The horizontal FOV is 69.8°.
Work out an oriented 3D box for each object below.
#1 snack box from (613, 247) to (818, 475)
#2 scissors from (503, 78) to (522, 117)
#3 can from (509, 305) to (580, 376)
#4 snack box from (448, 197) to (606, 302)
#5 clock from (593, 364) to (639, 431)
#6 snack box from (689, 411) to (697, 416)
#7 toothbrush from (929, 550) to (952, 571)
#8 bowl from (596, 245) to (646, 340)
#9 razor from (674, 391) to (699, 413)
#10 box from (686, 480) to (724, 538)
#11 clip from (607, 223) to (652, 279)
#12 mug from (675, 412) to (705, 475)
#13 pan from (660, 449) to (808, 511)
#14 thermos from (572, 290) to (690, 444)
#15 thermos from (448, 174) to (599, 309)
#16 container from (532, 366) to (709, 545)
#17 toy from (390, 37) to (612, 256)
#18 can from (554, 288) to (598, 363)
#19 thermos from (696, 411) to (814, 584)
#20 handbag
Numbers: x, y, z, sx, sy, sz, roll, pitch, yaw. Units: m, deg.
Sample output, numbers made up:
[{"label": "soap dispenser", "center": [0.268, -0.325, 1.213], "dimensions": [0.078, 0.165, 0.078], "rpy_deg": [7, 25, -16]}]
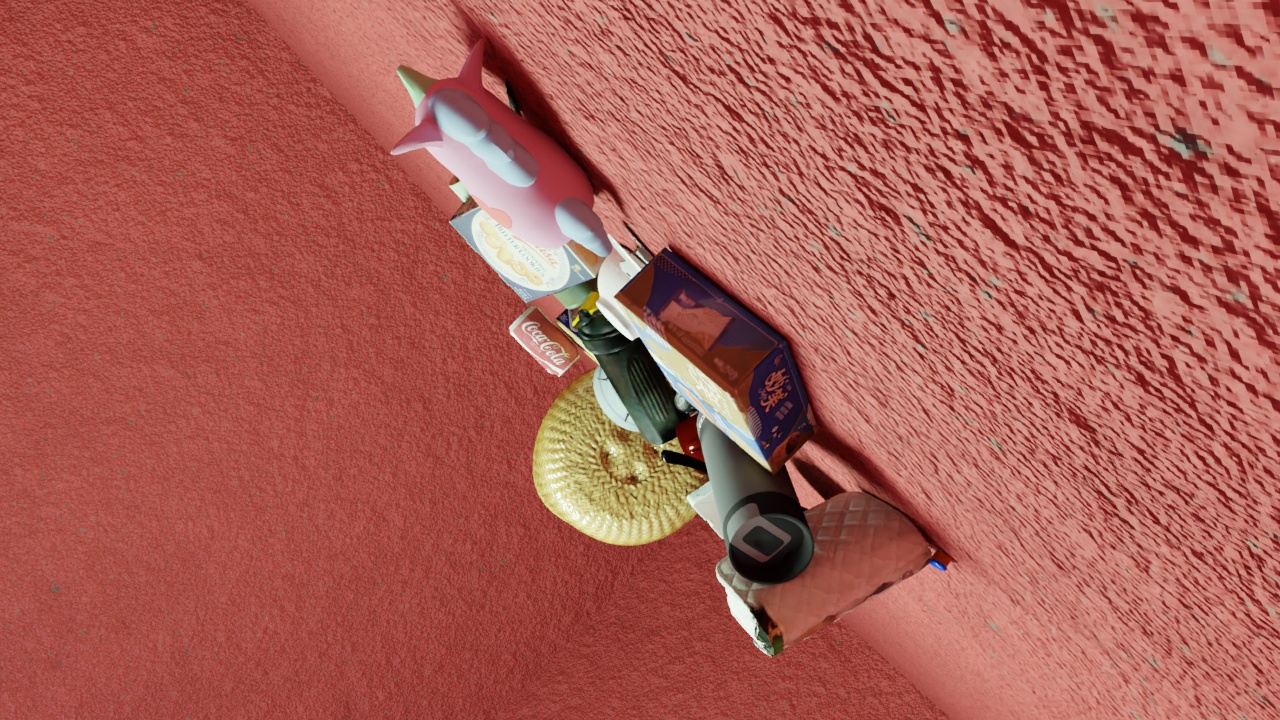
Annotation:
[{"label": "snack box", "center": [0.077, 0.006, 0.862], "dimensions": [0.155, 0.069, 0.203], "rpy_deg": [41, 173, 30]}, {"label": "scissors", "center": [-0.108, -0.221, 0.885], "dimensions": [0.121, 0.012, 0.171], "rpy_deg": [47, 170, -19]}, {"label": "can", "center": [-0.132, -0.026, 1.275], "dimensions": [0.096, 0.054, 0.054], "rpy_deg": [46, 175, -3]}, {"label": "snack box", "center": [-0.135, -0.147, 1.105], "dimensions": [0.145, 0.042, 0.144], "rpy_deg": [-14, 127, 46]}, {"label": "clock", "center": [0.003, 0.034, 1.337], "dimensions": [0.045, 0.158, 0.122], "rpy_deg": [-38, 83, 45]}, {"label": "snack box", "center": [0.036, 0.024, 1.287], "dimensions": [0.121, 0.072, 0.072], "rpy_deg": [46, 175, -8]}, {"label": "toothbrush", "center": [0.282, 0.189, 0.986], "dimensions": [0.016, 0.018, 0.182], "rpy_deg": [42, 178, -14]}, {"label": "bowl", "center": [-0.007, -0.063, 1.009], "dimensions": [0.118, 0.062, 0.118], "rpy_deg": [45, 175, 5]}, {"label": "razor", "center": [0.084, 0.064, 1.212], "dimensions": [0.054, 0.067, 0.151], "rpy_deg": [40, 166, 36]}, {"label": "box", "center": [0.152, 0.211, 1.449], "dimensions": [0.040, 0.134, 0.197], "rpy_deg": [51, 179, 31]}, {"label": "clip", "center": [-0.004, -0.089, 0.922], "dimensions": [0.102, 0.050, 0.059], "rpy_deg": [48, 162, -14]}, {"label": "mug", "center": [0.093, 0.094, 1.140], "dimensions": [0.073, 0.083, 0.105], "rpy_deg": [64, -163, 9]}, {"label": "pan", "center": [0.155, 0.189, 1.128], "dimensions": [0.355, 0.067, 0.209], "rpy_deg": [23, 180, -31]}, {"label": "thermos", "center": [-0.007, 0.007, 1.181], "dimensions": [0.098, 0.098, 0.221], "rpy_deg": [38, 159, 54]}, {"label": "thermos", "center": [-0.145, -0.164, 1.192], "dimensions": [0.231, 0.082, 0.082], "rpy_deg": [48, 174, -26]}, {"label": "container", "center": [-0.018, 0.154, 1.501], "dimensions": [0.307, 0.306, 0.197], "rpy_deg": [46, 171, -2]}, {"label": "toy", "center": [-0.114, -0.172, 0.821], "dimensions": [0.222, 0.120, 0.171], "rpy_deg": [38, 178, -1]}, {"label": "can", "center": [-0.054, -0.056, 1.254], "dimensions": [0.056, 0.092, 0.116], "rpy_deg": [49, 173, -38]}, {"label": "thermos", "center": [0.115, 0.126, 0.972], "dimensions": [0.082, 0.082, 0.240], "rpy_deg": [48, -165, -23]}, {"label": "handbag", "center": [0.184, 0.217, 0.938], "dimensions": [0.072, 0.194, 0.139], "rpy_deg": [66, 170, -15]}]
